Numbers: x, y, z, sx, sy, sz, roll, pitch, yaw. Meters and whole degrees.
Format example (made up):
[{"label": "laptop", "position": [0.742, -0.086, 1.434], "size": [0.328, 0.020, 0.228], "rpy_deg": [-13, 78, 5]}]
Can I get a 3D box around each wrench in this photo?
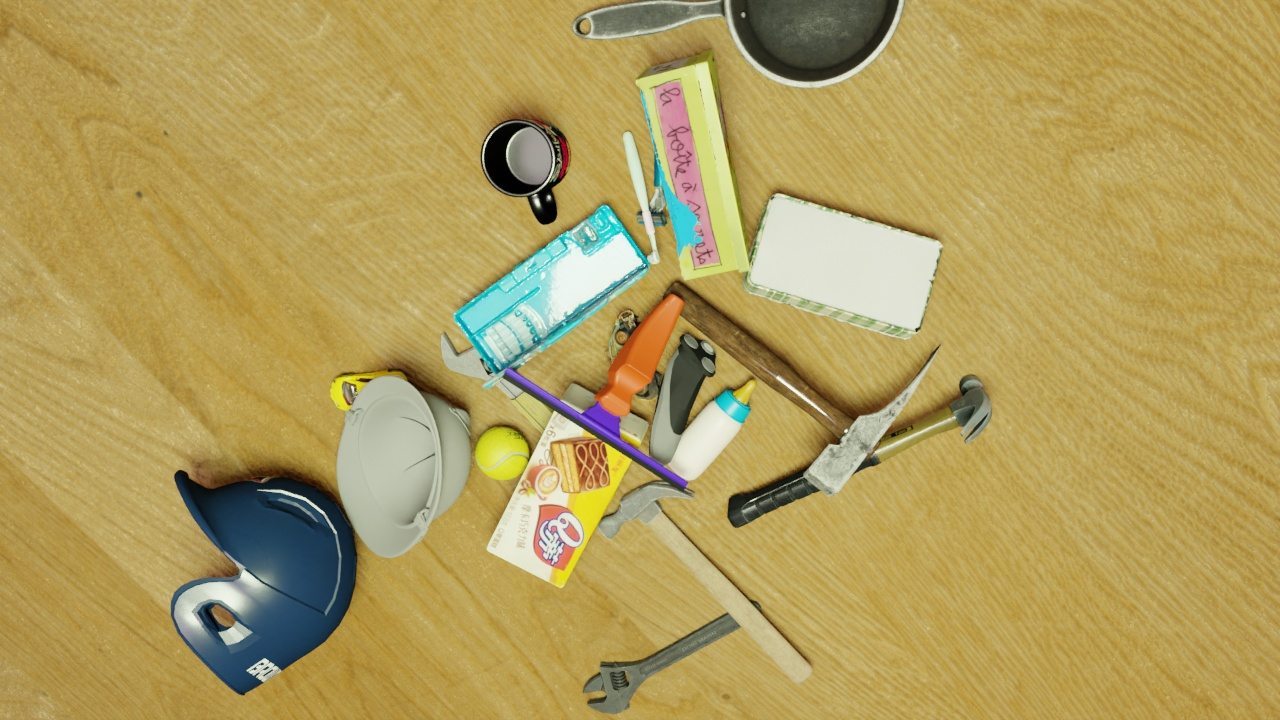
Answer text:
[{"label": "wrench", "position": [0.041, 0.388, 1.209], "size": [0.273, 0.018, 0.073], "rpy_deg": [-32, 99, 11]}, {"label": "wrench", "position": [-0.138, 0.057, 1.139], "size": [0.084, 0.018, 0.273], "rpy_deg": [-40, 97, 14]}]

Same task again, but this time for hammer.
[{"label": "hammer", "position": [0.251, 0.118, 1.077], "size": [0.334, 0.117, 0.025], "rpy_deg": [-28, 105, 17]}, {"label": "hammer", "position": [0.098, 0.287, 1.161], "size": [0.119, 0.030, 0.331], "rpy_deg": [-42, 93, 14]}, {"label": "hammer", "position": [0.172, -0.019, 1.062], "size": [0.300, 0.037, 0.217], "rpy_deg": [39, 76, 10]}]

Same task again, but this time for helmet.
[{"label": "helmet", "position": [-0.472, 0.238, 1.122], "size": [0.222, 0.233, 0.272], "rpy_deg": [-42, 94, -25]}, {"label": "helmet", "position": [-0.267, 0.119, 1.123], "size": [0.183, 0.117, 0.272], "rpy_deg": [51, 131, 20]}]

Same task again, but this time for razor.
[{"label": "razor", "position": [0.044, 0.050, 1.087], "size": [0.057, 0.060, 0.156], "rpy_deg": [18, 100, -41]}, {"label": "razor", "position": [0.020, -0.227, 1.050], "size": [0.042, 0.022, 0.144], "rpy_deg": [13, 104, 40]}]

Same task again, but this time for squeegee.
[{"label": "squeegee", "position": [-0.006, 0.006, 1.038], "size": [0.249, 0.055, 0.184], "rpy_deg": [34, 83, -18]}]

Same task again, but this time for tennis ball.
[{"label": "tennis ball", "position": [-0.170, 0.115, 1.133], "size": [0.065, 0.065, 0.065], "rpy_deg": [1, 105, 5]}]

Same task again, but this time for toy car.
[{"label": "toy car", "position": [-0.014, -0.003, 1.097], "size": [0.047, 0.047, 0.112], "rpy_deg": [-15, 98, 32]}, {"label": "toy car", "position": [-0.339, 0.038, 1.151], "size": [0.107, 0.030, 0.049], "rpy_deg": [-6, 105, 9]}]

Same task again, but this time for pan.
[{"label": "pan", "position": [0.100, -0.381, 0.985], "size": [0.357, 0.055, 0.187], "rpy_deg": [-1, 107, 19]}]

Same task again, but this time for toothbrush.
[{"label": "toothbrush", "position": [0.001, -0.186, 1.046], "size": [0.015, 0.022, 0.154], "rpy_deg": [-12, 88, -15]}]

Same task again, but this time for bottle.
[{"label": "bottle", "position": [0.091, 0.079, 1.104], "size": [0.051, 0.051, 0.146], "rpy_deg": [38, 105, -4]}]

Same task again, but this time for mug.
[{"label": "mug", "position": [-0.120, -0.210, 1.026], "size": [0.082, 0.098, 0.118], "rpy_deg": [-16, 102, 10]}]

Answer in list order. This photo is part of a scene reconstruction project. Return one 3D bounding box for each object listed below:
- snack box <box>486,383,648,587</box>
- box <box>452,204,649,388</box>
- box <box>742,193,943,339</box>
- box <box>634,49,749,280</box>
[{"label": "snack box", "position": [-0.089, 0.155, 1.118], "size": [0.110, 0.061, 0.231], "rpy_deg": [28, 110, 0]}, {"label": "box", "position": [-0.105, -0.072, 1.040], "size": [0.227, 0.121, 0.098], "rpy_deg": [-35, 99, 8]}, {"label": "box", "position": [0.226, -0.105, 1.030], "size": [0.205, 0.049, 0.117], "rpy_deg": [15, 83, 0]}, {"label": "box", "position": [0.062, -0.207, 0.983], "size": [0.081, 0.124, 0.221], "rpy_deg": [-12, 110, 12]}]
